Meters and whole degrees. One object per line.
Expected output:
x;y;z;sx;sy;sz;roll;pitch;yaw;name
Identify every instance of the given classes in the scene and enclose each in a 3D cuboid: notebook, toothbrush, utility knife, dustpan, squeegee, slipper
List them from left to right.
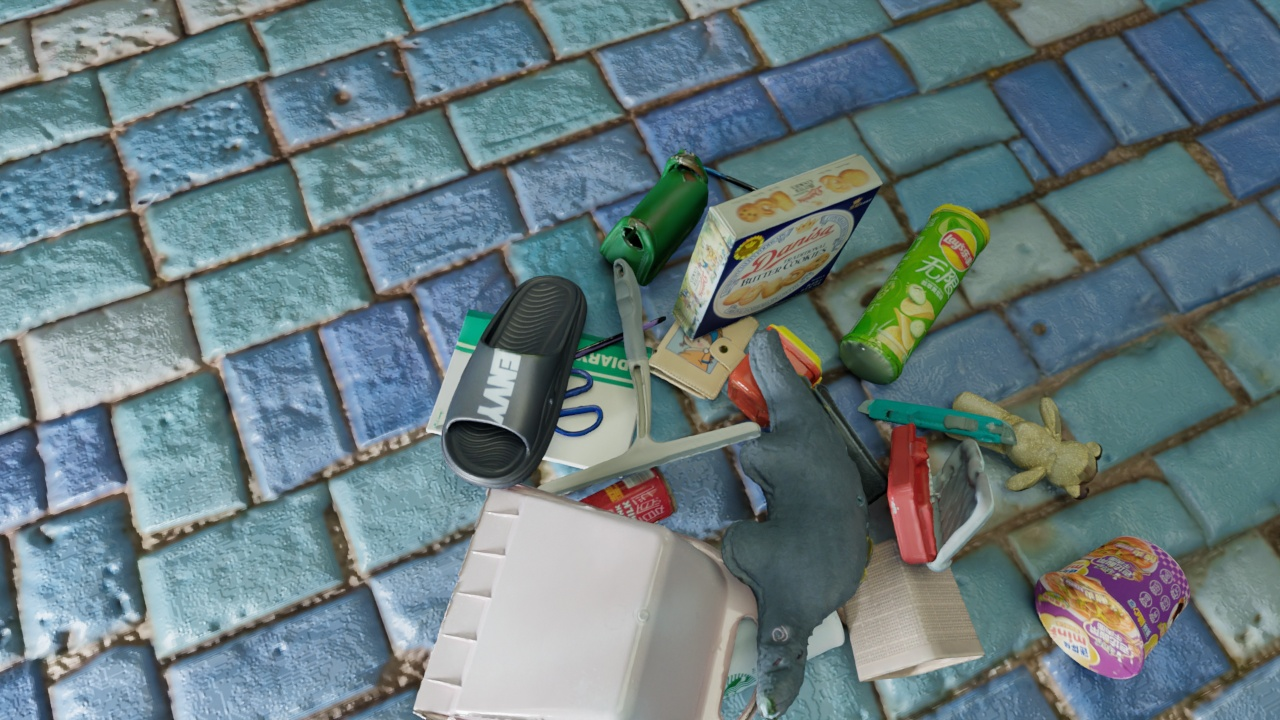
-0.127;0.000;0.915;0.111;0.083;0.267;8;53;12;slipper
-0.103;0.031;0.971;0.209;0.012;0.150;12;66;3;notebook
-0.057;-0.012;0.979;0.188;0.014;0.016;-23;55;-13;toothbrush
-0.034;0.245;0.816;0.274;0.139;0.222;2;61;33;dustpan
-0.005;0.005;0.924;0.247;0.039;0.246;-20;58;23;squeegee
0.142;-0.195;1.078;0.189;0.014;0.016;24;91;9;toothbrush
0.304;0.061;0.945;0.161;0.013;0.029;9;67;27;utility knife

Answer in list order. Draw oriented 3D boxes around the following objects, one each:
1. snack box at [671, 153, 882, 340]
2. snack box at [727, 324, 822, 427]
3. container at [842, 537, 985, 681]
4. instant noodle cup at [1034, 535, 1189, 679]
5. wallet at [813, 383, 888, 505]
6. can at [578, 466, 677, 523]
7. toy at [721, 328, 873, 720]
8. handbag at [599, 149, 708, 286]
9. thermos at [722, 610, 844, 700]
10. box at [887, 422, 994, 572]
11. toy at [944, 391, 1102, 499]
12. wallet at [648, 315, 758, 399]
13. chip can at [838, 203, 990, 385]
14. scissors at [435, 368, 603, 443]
0.133;-0.112;0.934;0.177;0.183;0.045;-23;68;-22;snack box
0.134;0.018;0.945;0.080;0.091;0.082;-42;74;-11;snack box
0.243;0.228;0.846;0.089;0.090;0.110;12;56;-38;container
0.449;0.224;0.862;0.099;0.112;0.111;-27;70;-22;instant noodle cup
0.192;0.093;0.908;0.019;0.097;0.121;-25;69;-23;wallet
-0.034;0.154;0.897;0.132;0.053;0.053;-25;70;-12;can
0.144;0.142;0.824;0.137;0.092;0.355;25;55;-29;toy
0.017;-0.156;0.998;0.068;0.120;0.131;37;68;7;handbag
0.074;0.277;0.840;0.224;0.073;0.073;-22;69;-11;thermos
0.282;0.120;0.845;0.092;0.201;0.094;-11;99;18;box
0.389;0.085;0.944;0.157;0.066;0.105;26;77;16;toy
0.070;-0.016;0.990;0.087;0.024;0.115;28;62;12;wallet
0.297;-0.072;0.998;0.072;0.073;0.220;35;70;12;chip can
-0.120;0.065;0.941;0.173;0.012;0.128;-41;74;-17;scissors
